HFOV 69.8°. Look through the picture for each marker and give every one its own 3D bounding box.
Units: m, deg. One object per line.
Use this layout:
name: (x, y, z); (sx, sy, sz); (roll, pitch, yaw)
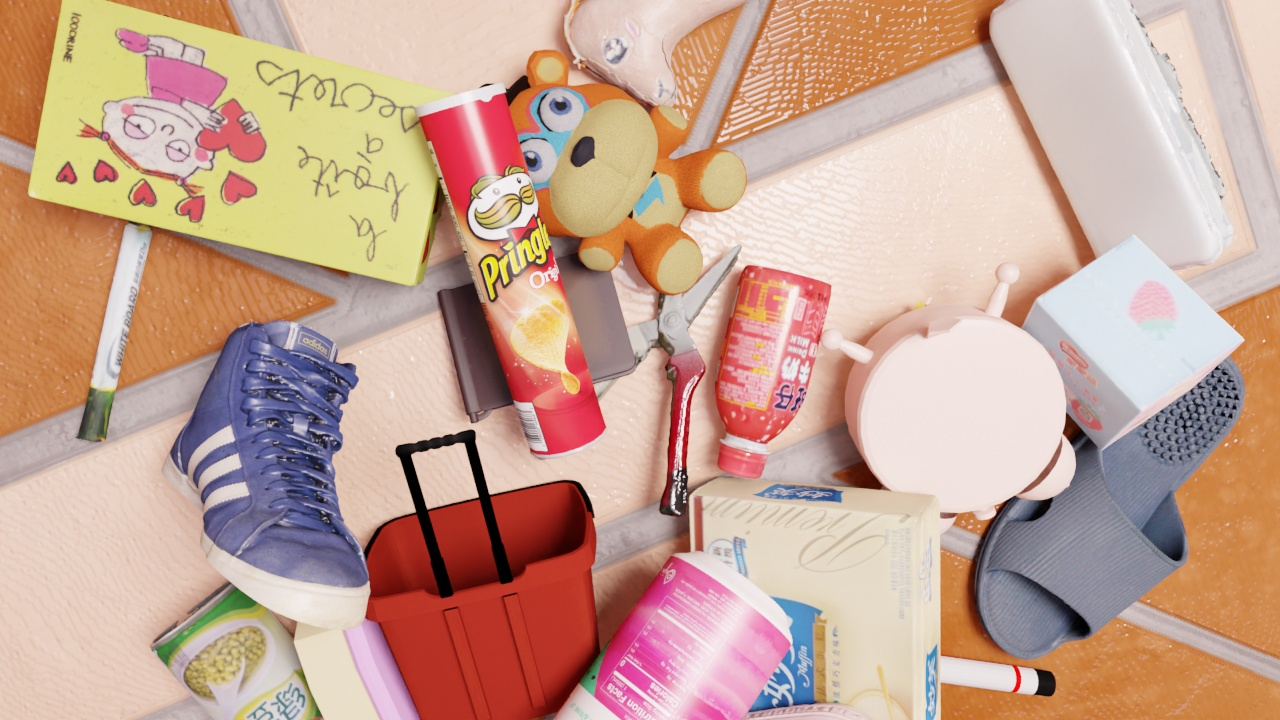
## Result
marker: (0.230, 0.226, 0.669); (0.145, 0.019, 0.019); (10, 95, -6)
marker: (-0.338, -0.019, 0.589); (0.017, 0.017, 0.146); (14, 95, -7)

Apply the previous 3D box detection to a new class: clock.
clock: (0.204, 0.036, 0.590); (0.131, 0.086, 0.160); (-21, 111, 6)

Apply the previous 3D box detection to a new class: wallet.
wallet: (-0.068, -0.017, 0.605); (0.115, 0.018, 0.091); (-15, 80, -1)

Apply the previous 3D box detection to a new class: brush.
brush: (-0.153, 0.249, 0.600); (0.043, 0.089, 0.229); (-22, 98, 1)

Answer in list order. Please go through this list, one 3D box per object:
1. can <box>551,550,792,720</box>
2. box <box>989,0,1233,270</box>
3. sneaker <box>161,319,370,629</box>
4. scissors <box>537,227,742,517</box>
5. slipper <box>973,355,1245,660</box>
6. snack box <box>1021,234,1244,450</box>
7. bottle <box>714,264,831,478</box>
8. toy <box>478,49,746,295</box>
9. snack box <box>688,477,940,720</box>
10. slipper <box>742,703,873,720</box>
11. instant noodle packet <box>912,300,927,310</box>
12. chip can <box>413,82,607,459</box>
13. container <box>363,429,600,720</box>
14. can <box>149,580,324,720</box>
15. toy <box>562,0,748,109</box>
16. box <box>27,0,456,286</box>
can: (0.011, 0.198, 0.534); (0.088, 0.088, 0.165); (40, 75, -8)
box: (0.319, -0.164, 0.593); (0.130, 0.106, 0.211); (-35, 98, -5)
sneaker: (-0.193, 0.047, 0.524); (0.091, 0.233, 0.118); (29, 84, -38)
scissors: (0.003, 0.013, 0.614); (0.179, 0.015, 0.196); (-20, 78, 12)
slipper: (0.335, 0.100, 0.635); (0.101, 0.082, 0.263); (37, 91, -6)
snack box: (0.310, -0.010, 0.597); (0.079, 0.095, 0.093); (-34, 66, -1)
bottle: (0.082, 0.009, 0.611); (0.062, 0.062, 0.137); (13, 95, -7)
toy: (-0.027, -0.119, 0.577); (0.176, 0.096, 0.112); (27, 92, 3)
snack box: (0.113, 0.188, 0.599); (0.153, 0.055, 0.207); (1, 97, 28)
slipper: (0.044, 0.278, 0.582); (0.240, 0.064, 0.094); (-21, 88, 28)
instant noodle packet: (0.221, 0.031, 0.644); (0.134, 0.026, 0.087); (34, 97, -8)
chip can: (-0.072, -0.048, 0.539); (0.052, 0.051, 0.215); (-17, 107, -4)
container: (-0.100, 0.119, 0.572); (0.148, 0.127, 0.201); (-12, 107, -5)
can: (-0.251, 0.207, 0.597); (0.067, 0.067, 0.121); (-36, 98, -1)
toy: (0.052, -0.291, 0.581); (0.264, 0.065, 0.196); (-28, 90, 5)
box: (-0.228, -0.126, 0.557); (0.221, 0.083, 0.124); (16, 94, -6)
